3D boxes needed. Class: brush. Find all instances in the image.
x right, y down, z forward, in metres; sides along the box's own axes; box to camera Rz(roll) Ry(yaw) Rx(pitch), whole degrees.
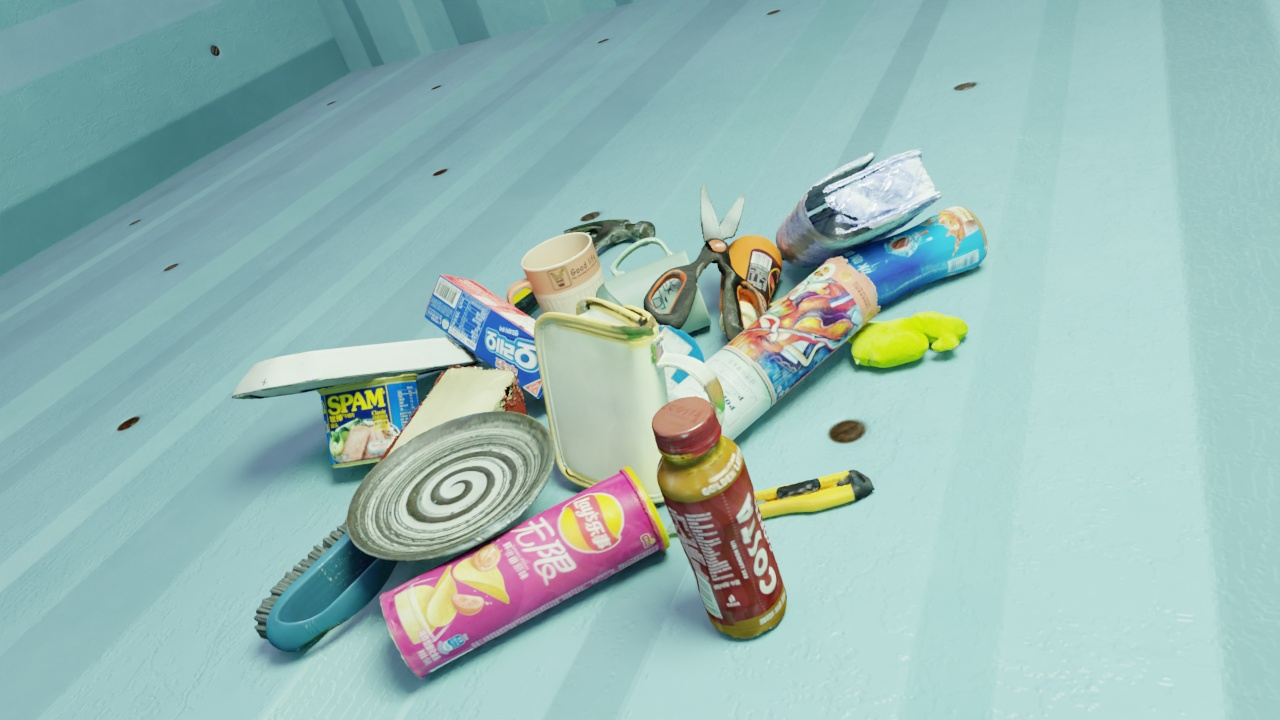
[{"bbox_3d":[-0.251,0.184,0.769,0.074,0.055,0.143,5,38,39],"label":"brush"}]

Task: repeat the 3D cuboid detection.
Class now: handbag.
[{"bbox_3d":[0.001,0.037,0.755,0.179,0.163,0.063,14,31,39],"label":"handbag"},{"bbox_3d":[0.214,-0.153,0.940,0.134,0.075,0.194,-24,-3,-2],"label":"handbag"}]

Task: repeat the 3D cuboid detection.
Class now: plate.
[{"bbox_3d":[-0.297,0.005,0.981,0.265,0.034,0.162,-9,-1,-44],"label":"plate"},{"bbox_3d":[-0.151,0.104,0.750,0.179,0.024,0.179,-15,30,9],"label":"plate"}]

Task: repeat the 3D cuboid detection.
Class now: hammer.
[{"bbox_3d":[-0.124,-0.096,1.177,0.126,0.032,0.322,11,42,42],"label":"hammer"}]

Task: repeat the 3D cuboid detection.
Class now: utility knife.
[{"bbox_3d":[0.098,0.112,0.717,0.168,0.015,0.033,-15,28,10],"label":"utility knife"}]

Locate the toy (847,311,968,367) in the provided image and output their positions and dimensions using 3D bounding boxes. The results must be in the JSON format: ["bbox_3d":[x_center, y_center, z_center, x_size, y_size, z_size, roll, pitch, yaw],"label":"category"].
[{"bbox_3d":[0.240,-0.021,0.834,0.100,0.031,0.097,-26,27,-18],"label":"toy"}]

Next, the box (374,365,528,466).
[{"bbox_3d":[-0.176,0.074,0.867,0.091,0.077,0.167,4,39,18],"label":"box"}]

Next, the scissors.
[{"bbox_3d":[0.066,-0.104,0.936,0.197,0.022,0.226,-13,55,-22],"label":"scissors"}]

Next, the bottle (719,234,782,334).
[{"bbox_3d":[0.111,-0.070,0.968,0.067,0.067,0.149,-7,40,22],"label":"bottle"}]

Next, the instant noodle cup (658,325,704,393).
[{"bbox_3d":[-0.005,0.005,0.887,0.099,0.099,0.110,-30,23,-16],"label":"instant noodle cup"}]

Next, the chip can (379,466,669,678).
[{"bbox_3d":[-0.086,0.158,0.696,0.210,0.071,0.071,-26,30,-10],"label":"chip can"}]

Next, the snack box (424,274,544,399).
[{"bbox_3d":[-0.146,-0.026,0.979,0.207,0.057,0.058,31,14,35],"label":"snack box"}]

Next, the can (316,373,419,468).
[{"bbox_3d":[-0.274,0.062,0.942,0.102,0.083,0.057,-10,-2,18],"label":"can"}]

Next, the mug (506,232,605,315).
[{"bbox_3d":[-0.092,-0.073,1.044,0.114,0.106,0.081,-26,30,-10],"label":"mug"}]

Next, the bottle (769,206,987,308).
[{"bbox_3d":[0.232,-0.084,0.910,0.218,0.065,0.065,-23,30,-4],"label":"bottle"}]

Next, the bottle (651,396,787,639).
[{"bbox_3d":[0.050,0.104,0.599,0.057,0.175,0.057,-15,31,9],"label":"bottle"}]

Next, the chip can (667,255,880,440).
[{"bbox_3d":[0.116,-0.003,0.815,0.214,0.071,0.071,-39,34,-17],"label":"chip can"}]

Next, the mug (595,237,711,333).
[{"bbox_3d":[0.008,-0.073,0.983,0.106,0.111,0.082,-20,-5,6],"label":"mug"}]
